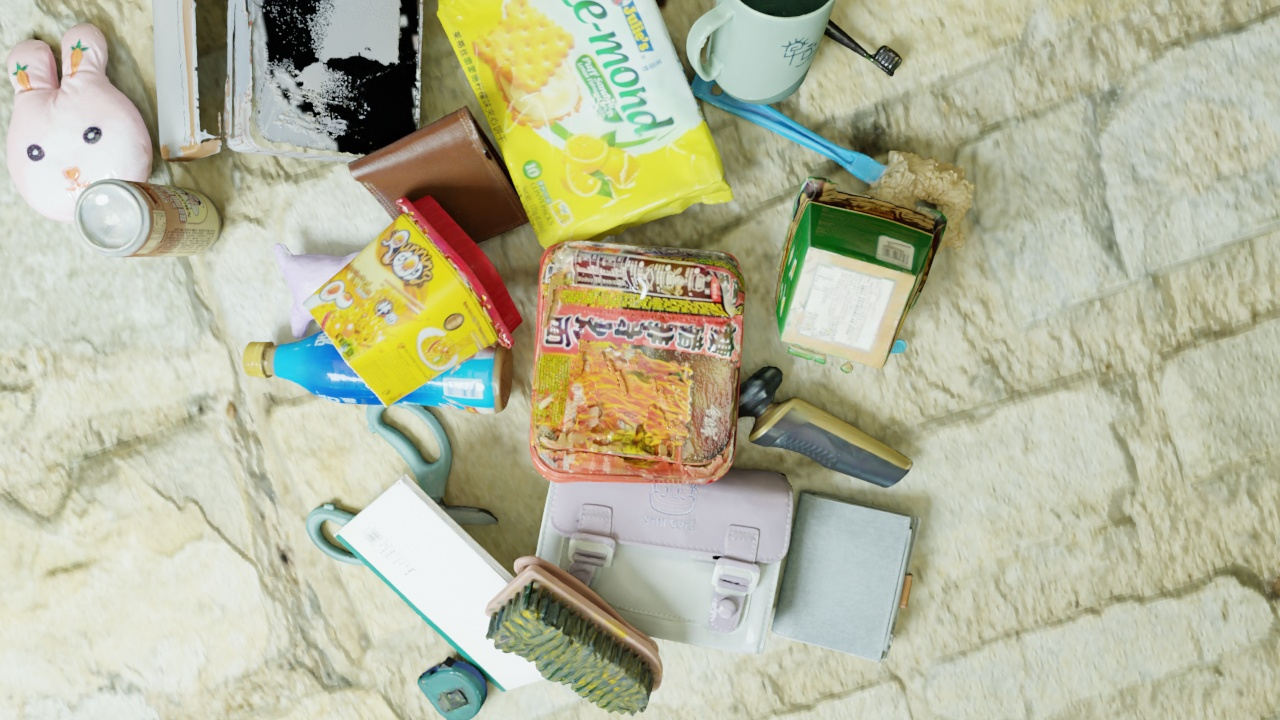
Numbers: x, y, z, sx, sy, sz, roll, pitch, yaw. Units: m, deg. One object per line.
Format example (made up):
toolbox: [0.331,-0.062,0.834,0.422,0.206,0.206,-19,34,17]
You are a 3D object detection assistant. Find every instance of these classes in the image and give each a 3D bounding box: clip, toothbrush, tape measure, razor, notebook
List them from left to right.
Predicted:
tape measure: [-0.165,0.294,0.815,0.055,0.025,0.058,-34,96,24]
notebook: [-0.151,0.193,0.760,0.209,0.012,0.151,46,135,-9]
toothbrush: [0.115,-0.289,0.726,0.212,0.026,0.027,33,119,-2]
razor: [0.149,0.058,0.764,0.167,0.062,0.067,25,67,-6]
clip: [0.192,-0.012,0.763,0.057,0.045,0.014,-2,95,1]

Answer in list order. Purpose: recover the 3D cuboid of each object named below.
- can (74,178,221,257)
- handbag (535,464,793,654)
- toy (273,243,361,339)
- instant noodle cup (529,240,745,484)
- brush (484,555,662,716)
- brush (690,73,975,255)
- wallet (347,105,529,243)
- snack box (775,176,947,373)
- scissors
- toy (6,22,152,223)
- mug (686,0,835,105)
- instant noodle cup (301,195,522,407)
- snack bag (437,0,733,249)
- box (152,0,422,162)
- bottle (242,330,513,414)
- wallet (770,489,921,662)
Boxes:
can: [-0.388,-0.111,0.730,0.058,0.116,0.058,0,97,2]
handbag: [0.017,0.151,0.760,0.197,0.098,0.145,10,92,1]
toy: [-0.248,-0.059,0.770,0.108,0.039,0.084,-3,111,-2]
instant noodle cup: [-0.004,0.004,0.730,0.164,0.079,0.188,4,88,-9]
brush: [-0.042,0.208,0.693,0.145,0.072,0.063,37,118,-15]
brush: [0.155,-0.166,0.739,0.254,0.045,0.083,30,102,2]
wallet: [-0.154,-0.134,0.719,0.101,0.124,0.032,-22,59,5]
snack box: [0.161,-0.060,0.695,0.118,0.105,0.118,16,119,7]
scissors: [-0.221,0.125,0.804,0.181,0.019,0.170,-29,97,5]
toy: [-0.470,-0.196,0.757,0.121,0.054,0.159,-17,89,4]
mug: [0.083,-0.244,0.681,0.111,0.106,0.082,-28,75,-14]
instant noodle cup: [-0.173,-0.040,0.695,0.123,0.116,0.116,-39,63,-12]
snack bag: [-0.045,-0.211,0.724,0.158,0.068,0.246,-23,96,6]
box: [-0.279,-0.245,0.728,0.157,0.198,0.181,-5,99,-38]
bottle: [-0.219,0.006,0.764,0.219,0.065,0.065,4,98,3]
wallet: [0.177,0.183,0.783,0.106,0.037,0.130,12,97,12]
